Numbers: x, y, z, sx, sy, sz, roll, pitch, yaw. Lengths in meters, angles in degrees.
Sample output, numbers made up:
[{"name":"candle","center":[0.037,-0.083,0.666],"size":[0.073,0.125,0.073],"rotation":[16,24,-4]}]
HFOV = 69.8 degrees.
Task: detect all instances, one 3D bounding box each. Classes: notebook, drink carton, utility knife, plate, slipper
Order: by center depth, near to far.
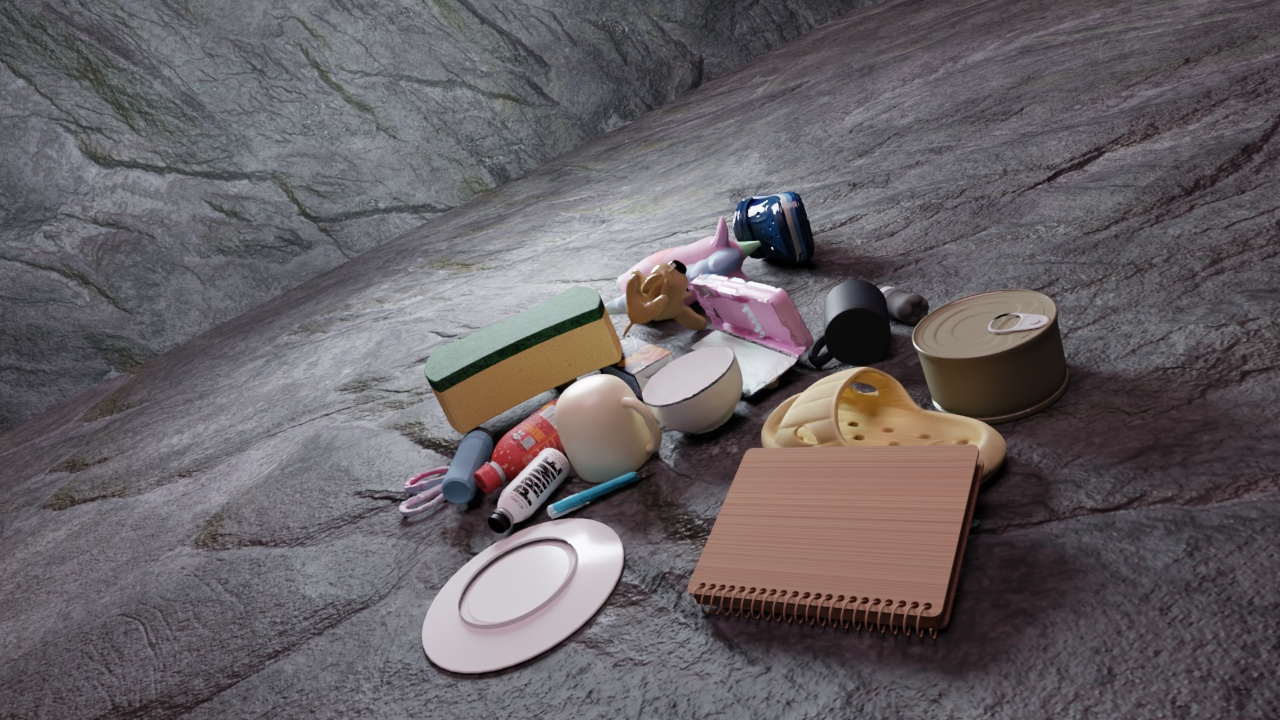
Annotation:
[{"name":"notebook","center":[0.153,0.137,0.736],"size":[0.211,0.022,0.168],"rotation":[-5,41,37]},{"name":"slipper","center":[0.204,0.056,0.843],"size":[0.111,0.079,0.262],"rotation":[-39,28,-26]},{"name":"plate","center":[-0.115,0.213,0.875],"size":[0.209,0.015,0.208],"rotation":[-20,23,8]},{"name":"utility knife","center":[-0.041,0.138,0.973],"size":[0.124,0.015,0.022],"rotation":[-23,-19,-4]},{"name":"drink carton","center":[-0.007,0.007,1.200],"size":[0.064,0.040,0.130],"rotation":[-30,23,-18]},{"name":"slipper","center":[0.185,-0.195,1.384],"size":[0.095,0.105,0.253],"rotation":[-17,13,-6]}]

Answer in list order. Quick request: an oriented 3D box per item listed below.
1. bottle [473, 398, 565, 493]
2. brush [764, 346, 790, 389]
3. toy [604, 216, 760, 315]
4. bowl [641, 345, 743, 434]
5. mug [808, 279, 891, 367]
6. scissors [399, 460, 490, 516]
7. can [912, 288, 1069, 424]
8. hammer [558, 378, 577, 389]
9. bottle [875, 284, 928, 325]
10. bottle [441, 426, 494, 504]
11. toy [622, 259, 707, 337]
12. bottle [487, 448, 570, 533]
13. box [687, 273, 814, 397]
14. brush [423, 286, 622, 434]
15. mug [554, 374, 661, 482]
[{"name":"bottle","center":[-0.133,0.105,1.076],"size":[0.137,0.062,0.062],"rotation":[-36,25,-29]},{"name":"brush","center":[0.165,-0.008,1.104],"size":[0.039,0.012,0.150],"rotation":[-14,25,22]},{"name":"toy","center":[0.056,-0.121,1.348],"size":[0.221,0.120,0.171],"rotation":[-30,14,-17]},{"name":"bowl","center":[0.065,0.040,1.021],"size":[0.113,0.063,0.113],"rotation":[-25,22,11]},{"name":"mug","center":[0.231,-0.033,1.037],"size":[0.105,0.071,0.077],"rotation":[-43,13,27]},{"name":"scissors","center":[-0.215,0.149,1.123],"size":[0.179,0.016,0.105],"rotation":[-15,24,10]},{"name":"can","center":[0.328,-0.005,0.859],"size":[0.128,0.073,0.127],"rotation":[-20,23,8]},{"name":"hammer","center":[-0.161,-0.011,1.399],"size":[0.129,0.040,0.322],"rotation":[-26,23,-16]},{"name":"bottle","center":[0.294,-0.068,1.082],"size":[0.036,0.036,0.110],"rotation":[-29,23,-13]},{"name":"bottle","center":[-0.205,0.122,1.106],"size":[0.040,0.040,0.129],"rotation":[-18,24,13]},{"name":"toy","center":[0.022,-0.084,1.236],"size":[0.134,0.106,0.108],"rotation":[37,31,15]},{"name":"bottle","center":[-0.124,0.145,1.004],"size":[0.041,0.041,0.115],"rotation":[-4,29,39]},{"name":"box","center":[0.103,-0.037,1.115],"size":[0.105,0.086,0.230],"rotation":[-36,20,-11]},{"name":"brush","center":[-0.156,-0.008,1.218],"size":[0.250,0.075,0.195],"rotation":[-25,17,-6]},{"name":"mug","center":[-0.034,0.067,1.012],"size":[0.120,0.100,0.096],"rotation":[-6,28,35]}]
